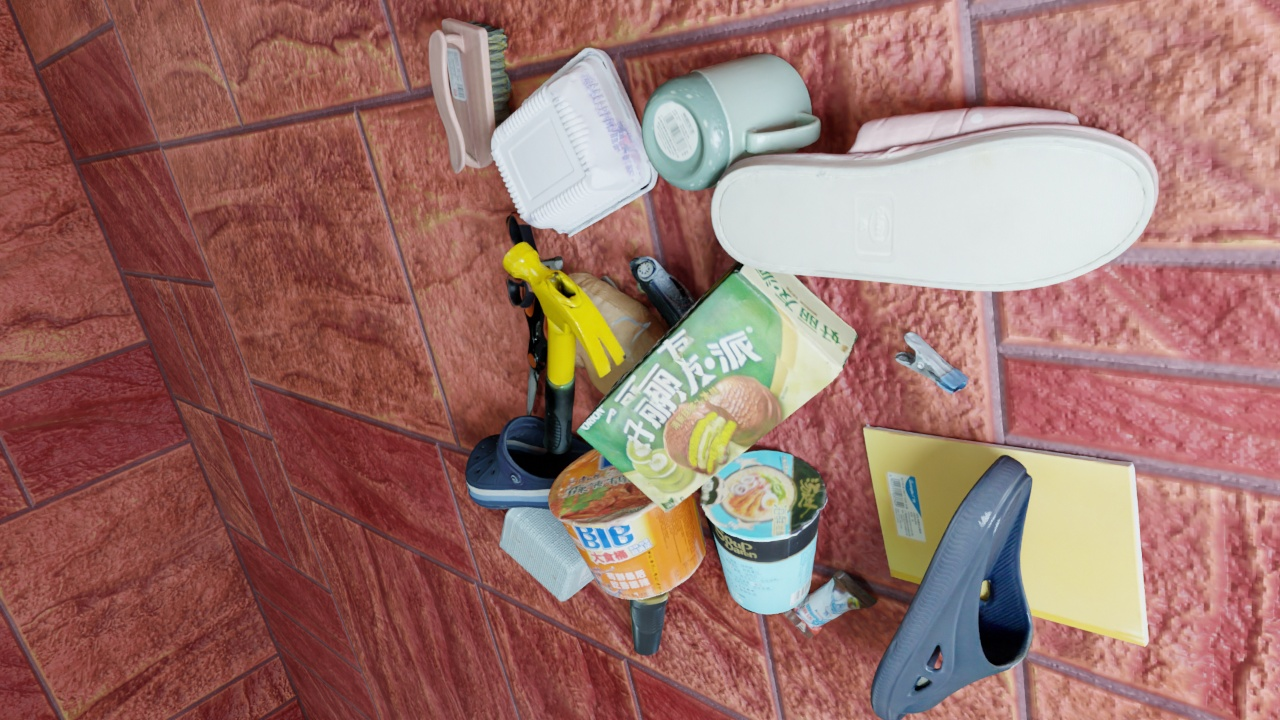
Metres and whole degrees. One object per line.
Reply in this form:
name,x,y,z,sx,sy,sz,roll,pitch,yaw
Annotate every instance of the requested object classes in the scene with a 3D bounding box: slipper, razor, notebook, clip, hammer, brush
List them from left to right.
brush,-0.170,-0.261,0.915,0.063,0.072,0.146,29,134,35
slipper,-0.134,0.117,1.081,0.253,0.104,0.095,1,114,49
hammer,-0.077,0.015,0.889,0.129,0.032,0.301,43,154,18
razor,0.007,0.289,1.078,0.067,0.062,0.168,-112,17,-48
slipper,0.178,-0.103,0.595,0.275,0.054,0.114,1,124,27
clip,0.215,0.001,0.674,0.057,0.024,0.028,44,136,32
slipper,0.243,0.191,0.674,0.083,0.110,0.269,31,132,29
notebook,0.270,0.127,0.697,0.207,0.010,0.146,5,116,48

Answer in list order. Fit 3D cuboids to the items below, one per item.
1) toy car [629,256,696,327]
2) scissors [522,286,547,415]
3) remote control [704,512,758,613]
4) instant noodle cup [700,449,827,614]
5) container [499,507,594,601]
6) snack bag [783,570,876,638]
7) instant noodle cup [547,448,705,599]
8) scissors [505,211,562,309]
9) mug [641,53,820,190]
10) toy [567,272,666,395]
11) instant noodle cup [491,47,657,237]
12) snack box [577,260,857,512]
toy car,0.029,-0.055,0.839,0.105,0.031,0.049,52,170,8
scissors,-0.122,-0.021,1.059,0.125,0.021,0.236,62,149,15
remote control,0.099,0.190,0.923,0.053,0.024,0.136,-4,108,52
instant noodle cup,0.113,0.162,0.833,0.111,0.111,0.121,26,138,38
container,-0.100,0.222,1.124,0.111,0.089,0.090,40,139,21
snack bag,0.174,0.229,0.860,0.048,0.026,0.104,43,142,1
instant noodle cup,-0.006,0.163,0.936,0.152,0.151,0.111,9,127,46
scissors,-0.109,-0.097,0.927,0.197,0.015,0.213,113,146,-53
mug,0.070,-0.169,0.664,0.112,0.106,0.082,25,129,38
toy,-0.005,0.005,0.890,0.226,0.082,0.144,42,158,21
instant noodle cup,-0.074,-0.193,0.858,0.174,0.060,0.138,-19,97,51
snack box,0.058,0.022,0.775,0.114,0.063,0.241,43,129,-3
